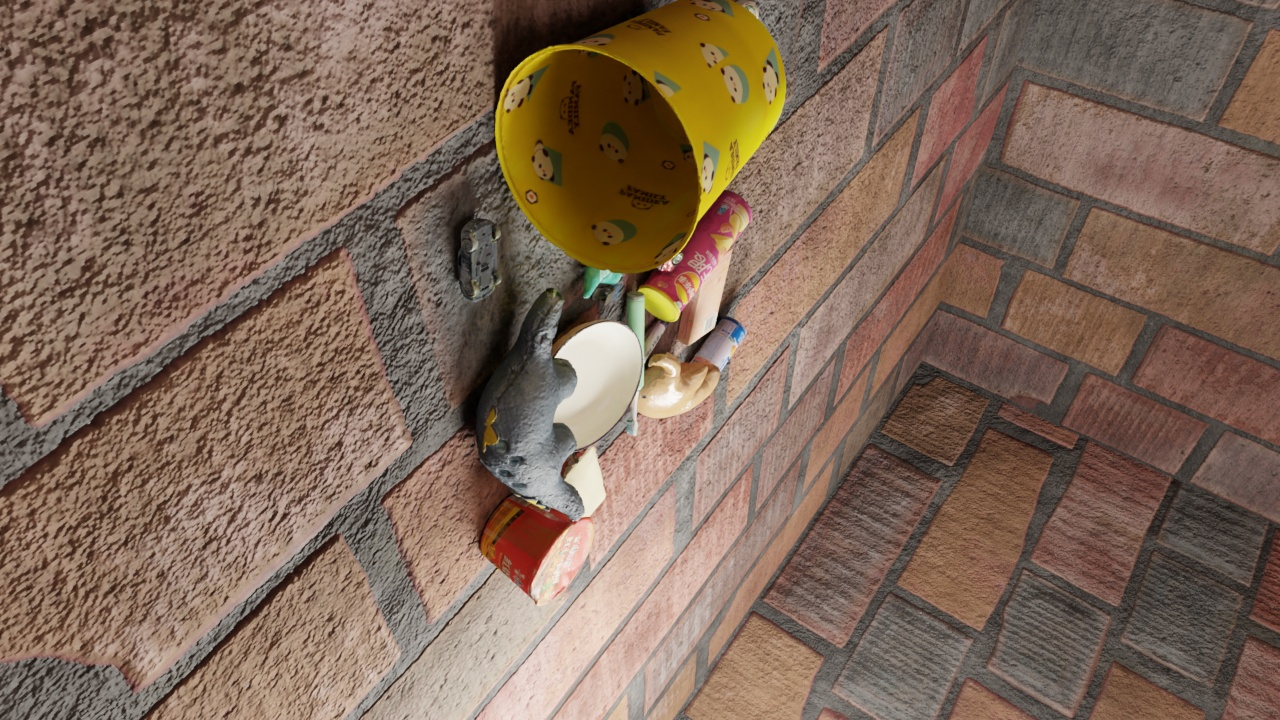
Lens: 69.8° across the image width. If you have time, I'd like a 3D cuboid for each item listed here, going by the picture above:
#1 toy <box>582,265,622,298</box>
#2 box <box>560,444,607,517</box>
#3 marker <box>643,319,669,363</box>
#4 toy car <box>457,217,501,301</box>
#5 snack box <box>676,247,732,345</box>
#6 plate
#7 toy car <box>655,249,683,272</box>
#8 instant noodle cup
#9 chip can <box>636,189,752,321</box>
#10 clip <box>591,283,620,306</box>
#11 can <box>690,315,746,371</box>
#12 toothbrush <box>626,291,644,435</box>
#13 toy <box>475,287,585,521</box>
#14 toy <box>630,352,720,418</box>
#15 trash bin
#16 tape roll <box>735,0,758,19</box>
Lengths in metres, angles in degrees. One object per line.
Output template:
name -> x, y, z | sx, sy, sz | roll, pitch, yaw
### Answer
toy -> -0.043, -0.125, 1.184 | 0.091, 0.030, 0.096 | -3, 110, -69
box -> -0.096, 0.178, 1.337 | 0.091, 0.077, 0.168 | -50, 154, -25
marker -> 0.019, -0.035, 1.392 | 0.130, 0.018, 0.022 | -57, 130, -37
toy car -> -0.168, -0.105, 0.944 | 0.042, 0.034, 0.091 | -35, 142, -42
snack box -> 0.104, -0.107, 1.500 | 0.084, 0.026, 0.158 | -35, 144, -46
plate -> -0.077, 0.029, 1.229 | 0.191, 0.039, 0.193 | -27, 132, -35
toy car -> 0.039, -0.179, 1.258 | 0.045, 0.053, 0.121 | -8, 129, -40
instant noodle cup -> -0.146, 0.252, 1.275 | 0.137, 0.109, 0.138 | -44, 151, -34
chip can -> 0.082, -0.156, 1.348 | 0.210, 0.071, 0.071 | -53, 155, -22
clip -> -0.045, -0.088, 1.234 | 0.056, 0.029, 0.025 | -37, 149, -63
can -> 0.131, -0.012, 1.622 | 0.134, 0.053, 0.053 | -54, 155, -18
toothbrush -> -0.008, 0.008, 1.334 | 0.026, 0.027, 0.225 | -38, 133, -57
toy -> -0.133, 0.075, 1.111 | 0.137, 0.091, 0.357 | -16, 127, -22
toy -> 0.041, 0.038, 1.425 | 0.143, 0.082, 0.225 | -35, 165, 12
trash bin -> 0.018, -0.250, 0.950 | 0.254, 0.230, 0.230 | -47, 152, -42
tape roll -> 0.130, -0.434, 1.219 | 0.085, 0.014, 0.086 | -45, 151, -34
